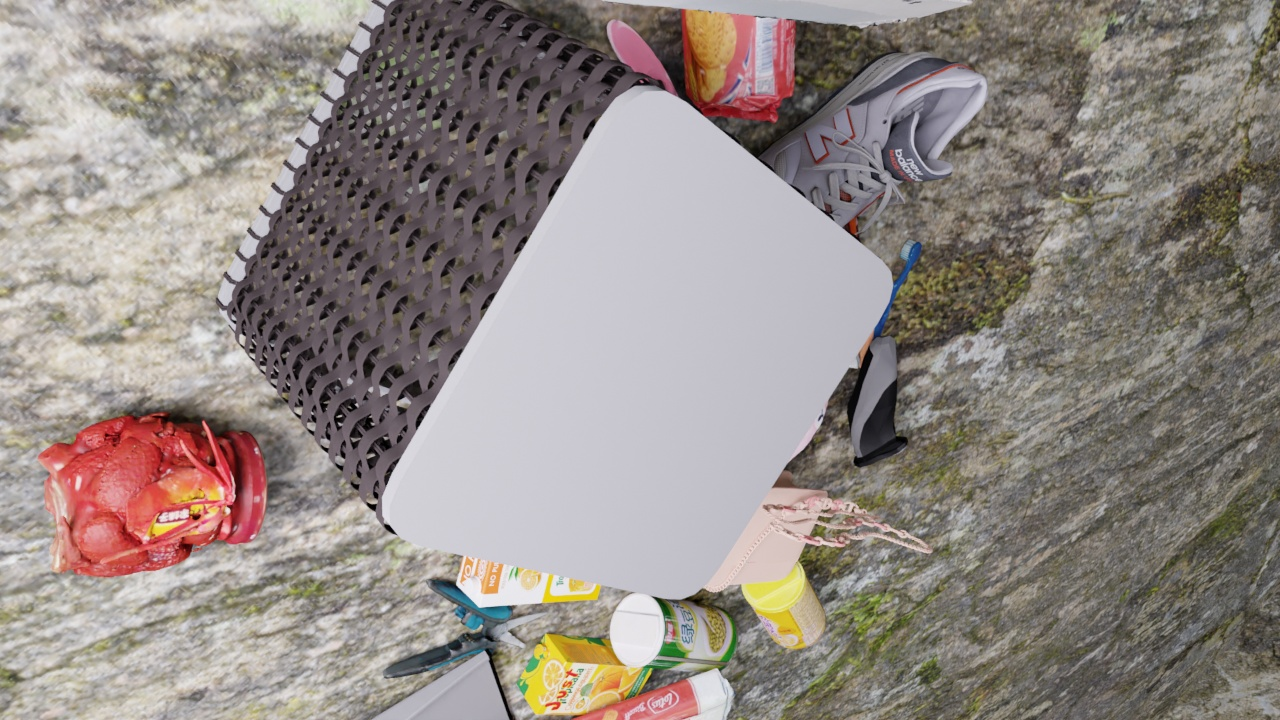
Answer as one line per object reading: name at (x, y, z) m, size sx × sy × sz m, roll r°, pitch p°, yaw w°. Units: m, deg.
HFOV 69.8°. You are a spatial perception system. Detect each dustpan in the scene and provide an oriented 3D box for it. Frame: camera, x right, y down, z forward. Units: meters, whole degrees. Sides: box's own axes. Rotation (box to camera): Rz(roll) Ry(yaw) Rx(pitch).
dustpan at (-0.221, 0.365, 0.773) m, size 0.257 × 0.033 × 0.163 m, roll -26°, pitch 135°, yaw -22°

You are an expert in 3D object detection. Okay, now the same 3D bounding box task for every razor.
razor at (0.234, 0.039, 0.912) m, size 0.057 × 0.060 × 0.156 m, roll -40°, pitch 131°, yaw -33°

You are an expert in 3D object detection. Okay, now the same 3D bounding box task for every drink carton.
drink carton at (-0.053, 0.297, 0.863) m, size 0.122 × 0.041 × 0.058 m, roll 22°, pitch 102°, yaw -42°
drink carton at (-0.087, 0.163, 0.751) m, size 0.122 × 0.040 × 0.058 m, roll 9°, pitch 100°, yaw -40°

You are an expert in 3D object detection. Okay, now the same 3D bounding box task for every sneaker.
sneaker at (0.167, -0.149, 0.691) m, size 0.239 × 0.124 × 0.089 m, roll -48°, pitch 116°, yaw -7°

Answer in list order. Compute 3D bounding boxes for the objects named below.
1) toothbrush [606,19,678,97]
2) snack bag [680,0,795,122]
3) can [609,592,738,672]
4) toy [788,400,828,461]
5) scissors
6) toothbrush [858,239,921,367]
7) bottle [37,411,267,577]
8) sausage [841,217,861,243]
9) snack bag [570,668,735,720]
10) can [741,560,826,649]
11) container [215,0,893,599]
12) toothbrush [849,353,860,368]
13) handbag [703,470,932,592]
toothbrush at (0.017, -0.186, 0.643) m, size 0.021 × 0.016 × 0.135 m, roll -45°, pitch 134°, yaw 2°
snack bag at (0.067, -0.245, 0.604) m, size 0.082 × 0.082 × 0.177 m, roll -22°, pitch 128°, yaw -25°
can at (0.034, 0.266, 0.891) m, size 0.120 × 0.067 × 0.067 m, roll 22°, pitch 101°, yaw -43°
toy at (0.147, 0.040, 0.853) m, size 0.095 × 0.053 × 0.099 m, roll -42°, pitch 138°, yaw -26°
scissors at (-0.150, 0.232, 0.767) m, size 0.118 × 0.019 × 0.148 m, roll -45°, pitch 135°, yaw -7°
toothbrush at (0.238, -0.054, 0.891) m, size 0.021 × 0.017 × 0.135 m, roll 5°, pitch 115°, yaw -35°
bottle at (-0.279, 0.077, 0.526) m, size 0.111 × 0.099 × 0.099 m, roll 2°, pitch 115°, yaw -42°
sausage at (0.183, -0.114, 0.809) m, size 0.020 × 0.020 × 0.155 m, roll -36°, pitch 132°, yaw -15°
snack bag at (-0.023, 0.353, 0.865) m, size 0.225 × 0.041 × 0.078 m, roll -16°, pitch 140°, yaw -15°
can at (0.154, 0.256, 0.975) m, size 0.067 × 0.067 × 0.105 m, roll -40°, pitch 133°, yaw -11°
container at (-0.050, -0.039, 0.524) m, size 0.247 × 0.244 × 0.246 m, roll 25°, pitch 99°, yaw -43°
toothbrush at (0.181, -0.061, 0.841) m, size 0.012 × 0.017 × 0.187 m, roll -60°, pitch 143°, yaw -37°
handbag at (0.125, 0.179, 0.824) m, size 0.198 × 0.187 × 0.117 m, roll 11°, pitch 101°, yaw -45°
